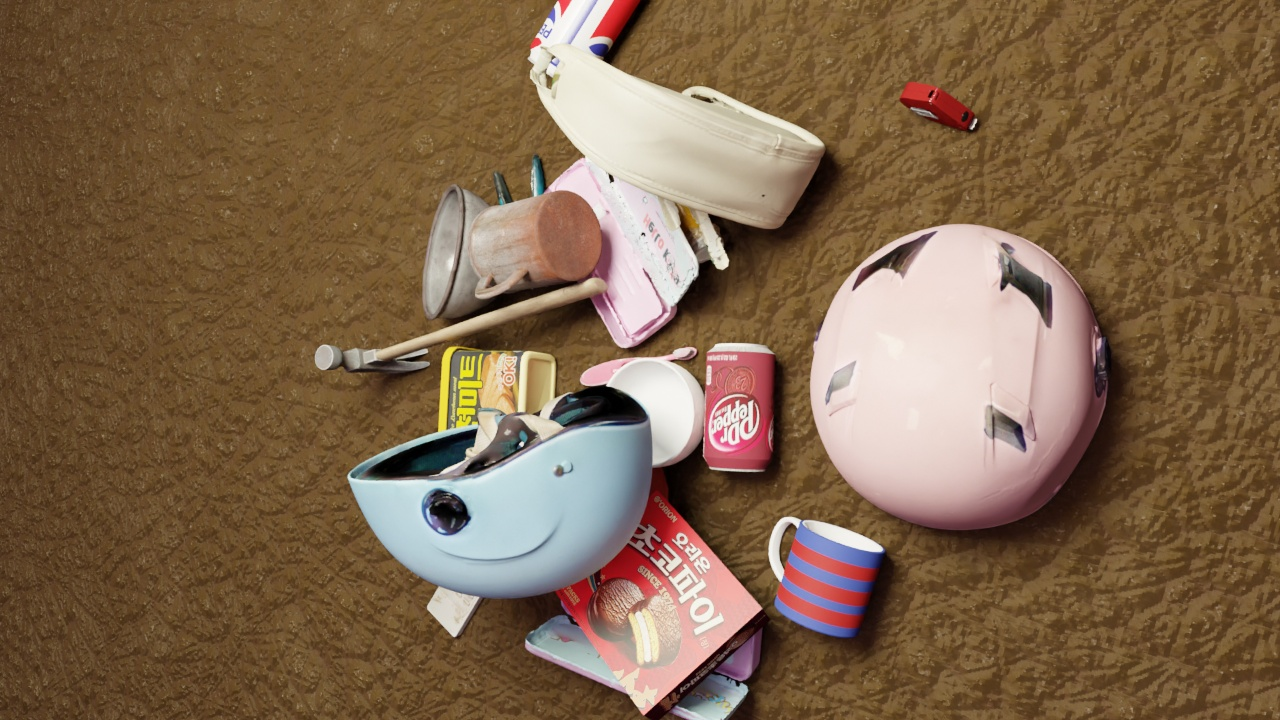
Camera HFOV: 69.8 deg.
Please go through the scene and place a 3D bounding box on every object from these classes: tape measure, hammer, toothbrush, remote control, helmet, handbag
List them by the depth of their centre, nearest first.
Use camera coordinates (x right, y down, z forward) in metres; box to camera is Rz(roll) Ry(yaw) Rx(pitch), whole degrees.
[{"bbox_3d":[0.238,0.003,0.726,0.230,0.152,0.255,15,87,32],"label":"helmet"},{"bbox_3d":[0.252,-0.217,0.787,0.019,0.059,0.051,-64,33,9],"label":"tape measure"},{"bbox_3d":[-0.116,0.119,0.802,0.266,0.225,0.167,-7,96,7],"label":"helmet"},{"bbox_3d":[0.027,-0.185,0.816,0.184,0.228,0.132,47,120,35],"label":"handbag"},{"bbox_3d":[-0.005,0.005,0.924,0.135,0.016,0.021,-15,79,26],"label":"toothbrush"},{"bbox_3d":[-0.181,-0.037,0.962,0.332,0.119,0.030,-17,78,27],"label":"hammer"},{"bbox_3d":[-0.186,0.234,1.006,0.050,0.011,0.136,37,103,25],"label":"remote control"}]

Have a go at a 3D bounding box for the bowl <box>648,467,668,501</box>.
[{"bbox_3d":[-0.034,0.137,0.918,0.122,0.035,0.122,-3,85,28],"label":"bowl"}]

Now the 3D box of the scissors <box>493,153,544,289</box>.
[{"bbox_3d":[-0.126,-0.157,1.000,0.121,0.019,0.150,25,100,27],"label":"scissors"}]

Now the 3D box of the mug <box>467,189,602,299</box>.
[{"bbox_3d":[-0.110,-0.104,0.891,0.110,0.096,0.122,-9,42,47],"label":"mug"}]

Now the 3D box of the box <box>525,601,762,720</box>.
[{"bbox_3d":[-0.003,0.256,0.854,0.214,0.092,0.090,12,111,28],"label":"box"}]

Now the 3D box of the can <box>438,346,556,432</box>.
[{"bbox_3d":[-0.150,0.053,0.968,0.101,0.072,0.130,1,86,26],"label":"can"}]

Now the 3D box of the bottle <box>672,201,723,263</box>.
[{"bbox_3d":[0.024,-0.181,0.902,0.053,0.053,0.186,-34,71,22],"label":"bottle"}]

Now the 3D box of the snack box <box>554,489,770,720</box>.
[{"bbox_3d":[0.015,0.217,0.826,0.132,0.036,0.152,-41,54,-6],"label":"snack box"}]

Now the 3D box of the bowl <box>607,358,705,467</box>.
[{"bbox_3d":[0.018,0.052,0.885,0.105,0.054,0.105,-4,82,31],"label":"bowl"}]

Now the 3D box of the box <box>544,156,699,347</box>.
[{"bbox_3d":[-0.016,-0.129,0.914,0.156,0.058,0.201,-43,67,40],"label":"box"}]

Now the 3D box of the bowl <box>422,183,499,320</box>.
[{"bbox_3d":[-0.182,-0.110,0.981,0.145,0.067,0.144,-33,52,57],"label":"bowl"}]

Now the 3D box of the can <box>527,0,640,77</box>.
[{"bbox_3d":[-0.055,-0.351,0.948,0.070,0.070,0.132,42,105,24],"label":"can"}]

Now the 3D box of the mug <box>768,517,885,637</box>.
[{"bbox_3d":[0.152,0.182,0.802,0.112,0.075,0.076,22,97,54],"label":"mug"}]

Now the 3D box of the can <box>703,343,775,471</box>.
[{"bbox_3d":[0.091,0.043,0.843,0.063,0.063,0.114,0,86,28],"label":"can"}]
